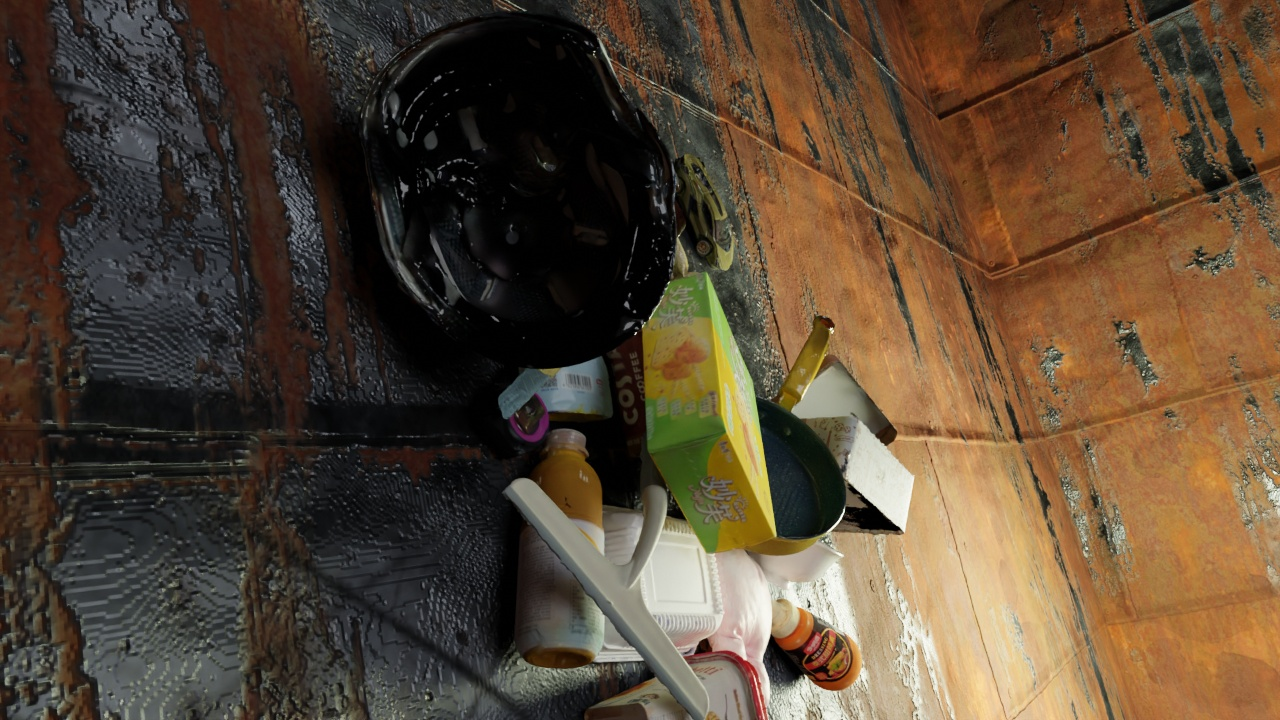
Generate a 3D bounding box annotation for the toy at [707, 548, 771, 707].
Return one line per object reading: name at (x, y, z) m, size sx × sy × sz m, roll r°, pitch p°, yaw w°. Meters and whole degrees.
toy at (0.097, 0.261, 0.915) m, size 0.121 × 0.054 × 0.159 m, roll 44°, pitch 34°, yaw -40°

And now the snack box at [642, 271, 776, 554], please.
snack box at (0.060, 0.045, 0.840) m, size 0.209 × 0.070 × 0.158 m, roll -91°, pitch 160°, yaw -47°

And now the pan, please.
pan at (0.155, 0.062, 1.014) m, size 0.198 × 0.078 × 0.356 m, roll 31°, pitch 38°, yaw 3°

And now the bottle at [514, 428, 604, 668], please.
bottle at (-0.063, 0.144, 0.732) m, size 0.068 × 0.068 × 0.189 m, roll 35°, pitch 42°, yaw -42°

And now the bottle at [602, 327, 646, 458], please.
bottle at (-0.005, 0.005, 0.904) m, size 0.057 × 0.058 × 0.175 m, roll -9°, pitch 82°, yaw -58°

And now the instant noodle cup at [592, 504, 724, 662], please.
instant noodle cup at (0.013, 0.196, 0.826) m, size 0.173 × 0.060 × 0.137 m, roll 22°, pitch 54°, yaw -51°

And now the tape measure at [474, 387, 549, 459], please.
tape measure at (-0.102, 0.049, 0.756) m, size 0.057 × 0.039 × 0.057 m, roll 56°, pitch 34°, yaw -19°

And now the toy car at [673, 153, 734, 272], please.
toy car at (0.084, -0.189, 1.182) m, size 0.070 × 0.042 × 0.158 m, roll -39°, pitch 107°, yaw -57°

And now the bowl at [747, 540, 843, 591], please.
bowl at (0.157, 0.214, 1.013) m, size 0.118 × 0.118 × 0.064 m, roll 31°, pitch 85°, yaw -45°

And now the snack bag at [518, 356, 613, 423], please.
snack bag at (-0.074, -0.040, 0.842) m, size 0.110 × 0.039 × 0.191 m, roll 3°, pitch 73°, yaw -40°

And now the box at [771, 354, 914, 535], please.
box at (0.247, 0.104, 1.148) m, size 0.182 × 0.152 × 0.174 m, roll 41°, pitch 59°, yaw -37°

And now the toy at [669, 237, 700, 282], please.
toy at (0.044, -0.081, 1.045) m, size 0.105 × 0.066 × 0.157 m, roll 111°, pitch -38°, yaw -73°

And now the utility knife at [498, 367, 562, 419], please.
utility knife at (-0.066, -0.010, 0.799) m, size 0.031 × 0.022 × 0.215 m, roll 44°, pitch 44°, yaw -2°

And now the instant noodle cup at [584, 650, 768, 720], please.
instant noodle cup at (0.029, 0.306, 0.747) m, size 0.124 × 0.117 × 0.116 m, roll 2°, pitch 70°, yaw -43°

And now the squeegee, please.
squeegee at (0.006, 0.120, 0.754) m, size 0.246 × 0.039 × 0.246 m, roll 54°, pitch 21°, yaw -18°

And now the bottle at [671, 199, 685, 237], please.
bottle at (-0.030, -0.205, 0.979) m, size 0.195 × 0.080 × 0.043 m, roll 54°, pitch 40°, yaw -19°

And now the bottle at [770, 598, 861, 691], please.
bottle at (0.184, 0.309, 1.020) m, size 0.149 × 0.067 × 0.066 m, roll 42°, pitch 40°, yaw -25°

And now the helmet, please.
helmet at (-0.098, -0.125, 0.738) m, size 0.274 × 0.230 × 0.157 m, roll 65°, pitch -9°, yaw -3°
